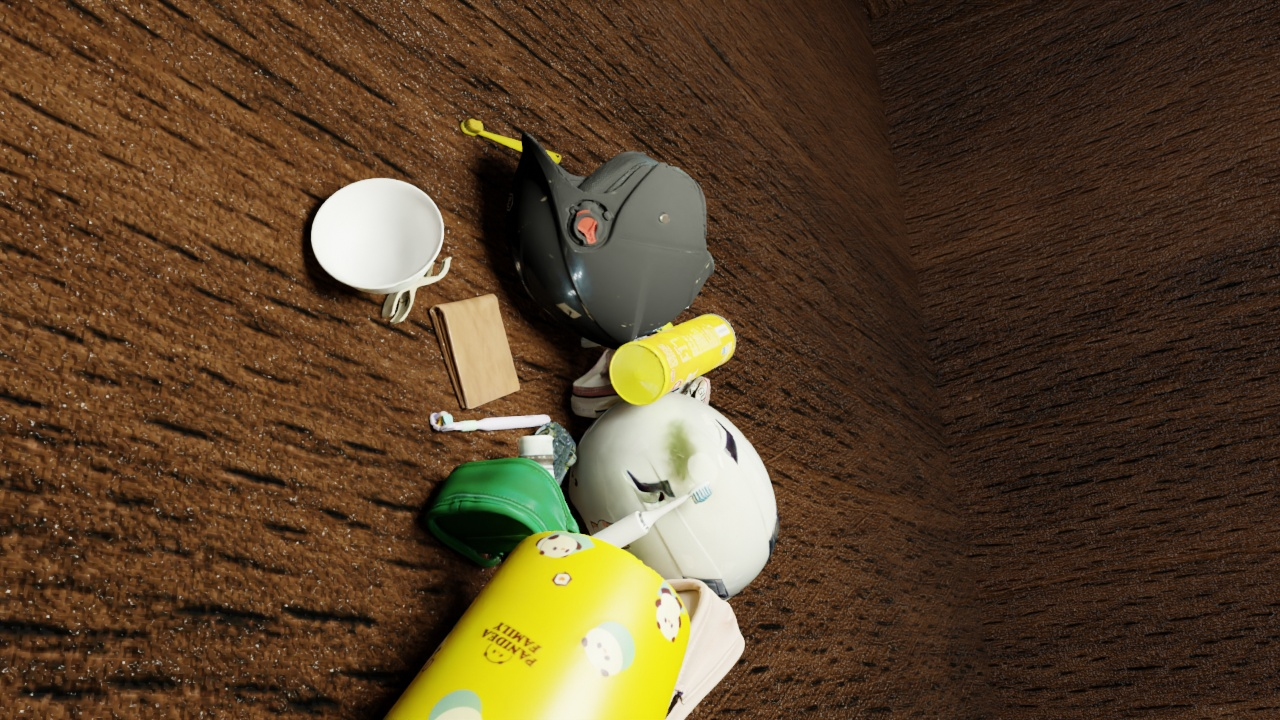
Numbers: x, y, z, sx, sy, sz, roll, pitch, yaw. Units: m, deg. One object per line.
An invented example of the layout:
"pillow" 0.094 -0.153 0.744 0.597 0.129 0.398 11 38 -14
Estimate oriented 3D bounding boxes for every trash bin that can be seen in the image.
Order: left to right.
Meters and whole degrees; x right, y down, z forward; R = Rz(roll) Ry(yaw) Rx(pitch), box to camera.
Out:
"trash bin" -0.087 0.295 0.753 0.230 0.230 0.254 59 39 -25

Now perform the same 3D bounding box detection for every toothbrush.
"toothbrush" -0.155 0.065 0.994 0.189 0.029 0.021 5 112 -61
"toothbrush" -0.158 -0.275 1.159 0.189 0.017 0.015 3 74 -59
"toothbrush" -0.021 0.183 0.964 0.026 0.221 0.026 40 23 -58

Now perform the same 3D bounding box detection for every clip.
"clip" -0.237 -0.092 0.919 0.101 0.035 0.095 -48 122 -48

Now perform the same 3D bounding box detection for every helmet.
"helmet" -0.046 -0.145 1.080 0.274 0.230 0.233 29 8 -15
"helmet" 0.056 0.158 1.048 0.229 0.157 0.274 -34 90 -20

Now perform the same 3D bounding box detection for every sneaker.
"sneaker" -0.007 0.007 1.194 0.240 0.118 0.088 -19 113 -55

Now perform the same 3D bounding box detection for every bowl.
"bowl" -0.243 -0.105 0.867 0.065 0.118 0.118 103 -14 -66

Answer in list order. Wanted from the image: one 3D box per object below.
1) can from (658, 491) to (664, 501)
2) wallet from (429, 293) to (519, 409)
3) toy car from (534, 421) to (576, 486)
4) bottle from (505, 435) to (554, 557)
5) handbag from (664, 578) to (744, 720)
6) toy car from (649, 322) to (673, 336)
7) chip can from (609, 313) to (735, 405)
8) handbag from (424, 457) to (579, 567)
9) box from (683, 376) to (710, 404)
"can" 0.026 0.152 1.183 0.066 0.094 0.066 34 48 -48
"wallet" -0.176 -0.011 0.996 0.101 0.020 0.115 -21 97 -61
"toy car" -0.112 0.124 1.022 0.054 0.037 0.120 51 46 -34
"bottle" -0.104 0.176 0.948 0.044 0.080 0.194 6 78 -54
"handbag" -0.014 0.339 0.943 0.093 0.194 0.233 54 43 -20
"toy car" 0.018 -0.053 1.323 0.032 0.048 0.105 -52 125 -22
"chip can" 0.044 -0.006 1.087 0.212 0.072 0.072 -25 97 -60
"handbag" -0.130 0.155 0.879 0.120 0.132 0.067 59 37 -30
"box" 0.060 0.088 1.253 0.068 0.052 0.165 -33 147 -43
